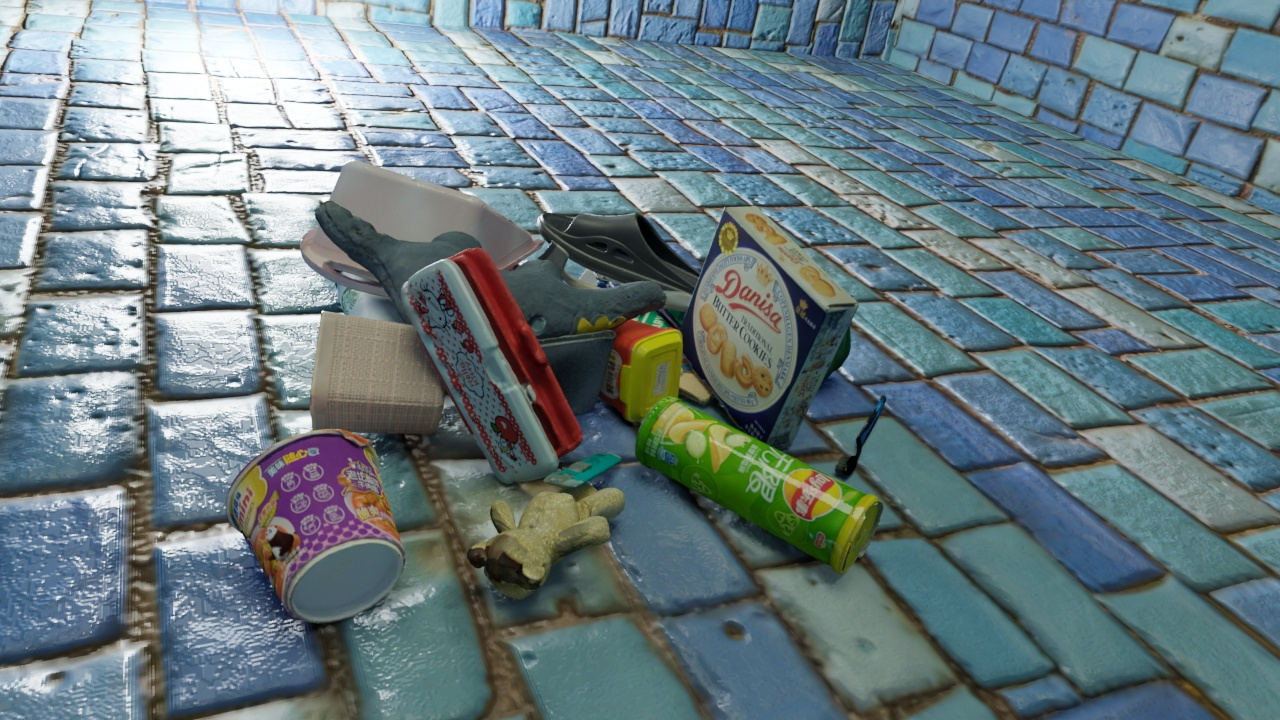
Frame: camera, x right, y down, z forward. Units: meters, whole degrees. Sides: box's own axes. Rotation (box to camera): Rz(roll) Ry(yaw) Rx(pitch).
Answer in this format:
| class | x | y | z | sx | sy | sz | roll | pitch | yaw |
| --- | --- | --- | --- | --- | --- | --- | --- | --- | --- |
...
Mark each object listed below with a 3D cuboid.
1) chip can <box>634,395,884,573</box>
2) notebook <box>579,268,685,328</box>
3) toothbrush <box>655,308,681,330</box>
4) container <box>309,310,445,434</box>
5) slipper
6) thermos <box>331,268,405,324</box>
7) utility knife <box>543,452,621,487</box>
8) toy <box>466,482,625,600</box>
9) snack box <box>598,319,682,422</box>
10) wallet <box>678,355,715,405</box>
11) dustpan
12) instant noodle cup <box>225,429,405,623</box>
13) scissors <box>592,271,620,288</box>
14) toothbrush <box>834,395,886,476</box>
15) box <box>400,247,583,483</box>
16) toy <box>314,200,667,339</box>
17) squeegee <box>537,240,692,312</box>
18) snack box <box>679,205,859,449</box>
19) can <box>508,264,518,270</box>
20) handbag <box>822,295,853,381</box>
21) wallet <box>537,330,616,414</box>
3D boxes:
| class | x | y | z | sx | sy | sz | roll | pitch | yaw |
| --- | --- | --- | --- | --- | --- | --- | --- | --- | --- |
| chip can | 0.097 | 0.104 | 0.808 | 0.221 | 0.073 | 0.072 | 26 | 32 | 28 |
| notebook | -0.014 | -0.074 | 1.165 | 0.150 | 0.012 | 0.208 | 15 | 28 | 6 |
| toothbrush | 0.030 | -0.057 | 1.123 | 0.016 | 0.014 | 0.189 | 9 | 25 | -35 |
| container | -0.233 | 0.016 | 0.824 | 0.111 | 0.090 | 0.089 | 6 | 65 | -15 |
| slipper | 0.002 | -0.141 | 1.159 | 0.268 | 0.083 | 0.110 | 26 | 19 | 3 |
| thermos | -0.284 | -0.053 | 0.978 | 0.073 | 0.073 | 0.224 | -5 | 31 | -25 |
| utility knife | -0.045 | 0.092 | 0.794 | 0.029 | 0.013 | 0.161 | 14 | 6 | 13 |
| toy | -0.067 | 0.134 | 0.721 | 0.105 | 0.066 | 0.156 | 14 | 21 | 25 |
| snack box | -0.006 | 0.006 | 0.941 | 0.081 | 0.091 | 0.080 | -18 | 32 | -41 |
| wallet | 0.038 | 0.009 | 1.014 | 0.115 | 0.024 | 0.087 | 29 | 31 | 19 |
| dustpan | -0.260 | -0.129 | 1.060 | 0.222 | 0.139 | 0.273 | 17 | -2 | 10 |
| instant noodle cup | -0.223 | 0.121 | 0.647 | 0.111 | 0.112 | 0.099 | -10 | 42 | -32 |
| scissors | -0.055 | -0.100 | 1.171 | 0.128 | 0.012 | 0.173 | -18 | 38 | -42 |
| toothbrush | 0.235 | 0.076 | 0.968 | 0.016 | 0.014 | 0.189 | -3 | 20 | 28 |
| box | -0.128 | 0.009 | 0.777 | 0.094 | 0.201 | 0.091 | -27 | 8 | -3 |
| toy | -0.157 | -0.066 | 0.894 | 0.356 | 0.092 | 0.137 | 16 | 62 | -2 |
| squeegee | 0.000 | -0.077 | 1.055 | 0.246 | 0.039 | 0.247 | 11 | -3 | -12 |
| snack box | 0.118 | -0.034 | 0.923 | 0.045 | 0.183 | 0.178 | -7 | 42 | -31 |
| can | -0.151 | -0.080 | 1.085 | 0.053 | 0.053 | 0.132 | -7 | 32 | -28 |
| handbag | 0.176 | -0.040 | 1.049 | 0.131 | 0.120 | 0.067 | 28 | 39 | 26 |
| wallet | -0.087 | 0.017 | 0.882 | 0.120 | 0.097 | 0.019 | -9 | 44 | -31 |
